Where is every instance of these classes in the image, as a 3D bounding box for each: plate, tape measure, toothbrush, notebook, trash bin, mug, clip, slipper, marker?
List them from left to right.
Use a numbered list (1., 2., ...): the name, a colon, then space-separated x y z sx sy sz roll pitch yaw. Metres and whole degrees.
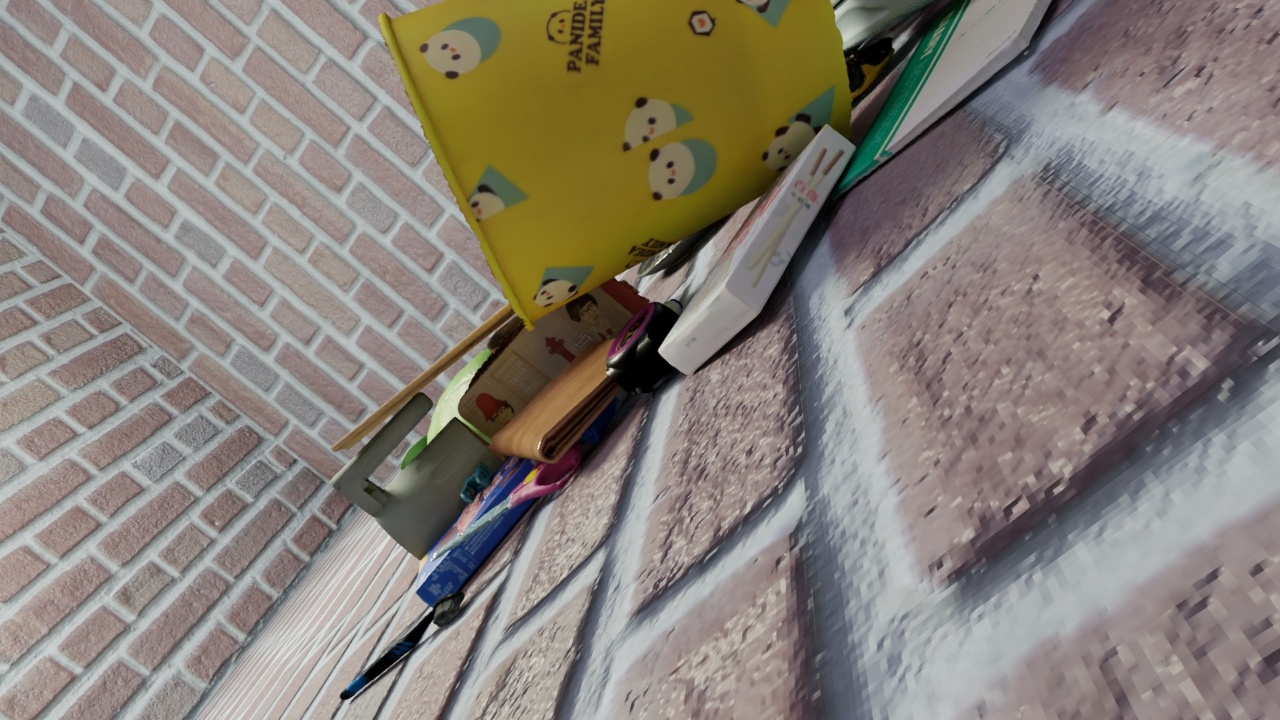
1. toothbrush: -0.172 0.206 0.644 0.190 0.014 0.016 -44 34 35
2. mug: -0.173 0.098 0.757 0.103 0.124 0.084 -48 30 -8
3. notebook: -0.168 0.006 0.769 0.207 0.008 0.148 -41 6 -13
4. clip: -0.126 0.094 0.703 0.043 0.014 0.056 -48 8 1
5. trash bin: -0.011 -0.175 0.634 0.255 0.229 0.229 -24 9 -2
6. marker: -0.004 0.004 0.664 0.017 0.017 0.145 -38 14 50
7. tape measure: 0.007 -0.007 0.587 0.057 0.039 0.057 -43 16 35
8. plate: 0.062 -0.147 0.953 0.179 0.024 0.179 -46 11 11
9. slipper: 0.194 -0.294 0.678 0.104 0.074 0.246 -31 8 -17
10. notebook: 0.196 -0.194 0.546 0.208 0.012 0.151 -55 10 -33

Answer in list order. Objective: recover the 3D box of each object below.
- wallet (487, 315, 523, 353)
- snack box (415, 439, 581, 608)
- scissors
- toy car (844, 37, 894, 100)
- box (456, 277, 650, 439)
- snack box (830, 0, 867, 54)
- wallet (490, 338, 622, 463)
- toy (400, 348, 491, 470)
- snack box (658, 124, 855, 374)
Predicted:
1. wallet: -0.088 -0.008 0.864 0.024 0.115 0.087 31 70 37
2. snack box: -0.109 0.110 0.692 0.157 0.026 0.084 -50 10 -6
3. scissors: -0.092 0.100 0.631 0.133 0.017 0.057 -36 21 5
4. toy car: 0.144 -0.215 0.767 0.156 0.041 0.071 -28 15 28
5. box: -0.071 -0.006 0.777 0.169 0.091 0.076 -45 15 22
6. snack box: 0.199 -0.342 0.850 0.182 0.046 0.178 -30 -5 -40
7. wallet: -0.049 0.026 0.648 0.115 0.020 0.101 -46 18 -20
8. toy: -0.167 0.054 0.975 0.248 0.090 0.226 -40 29 49
9. snack box: 0.071 -0.067 0.547 0.156 0.027 0.085 -57 6 -35
